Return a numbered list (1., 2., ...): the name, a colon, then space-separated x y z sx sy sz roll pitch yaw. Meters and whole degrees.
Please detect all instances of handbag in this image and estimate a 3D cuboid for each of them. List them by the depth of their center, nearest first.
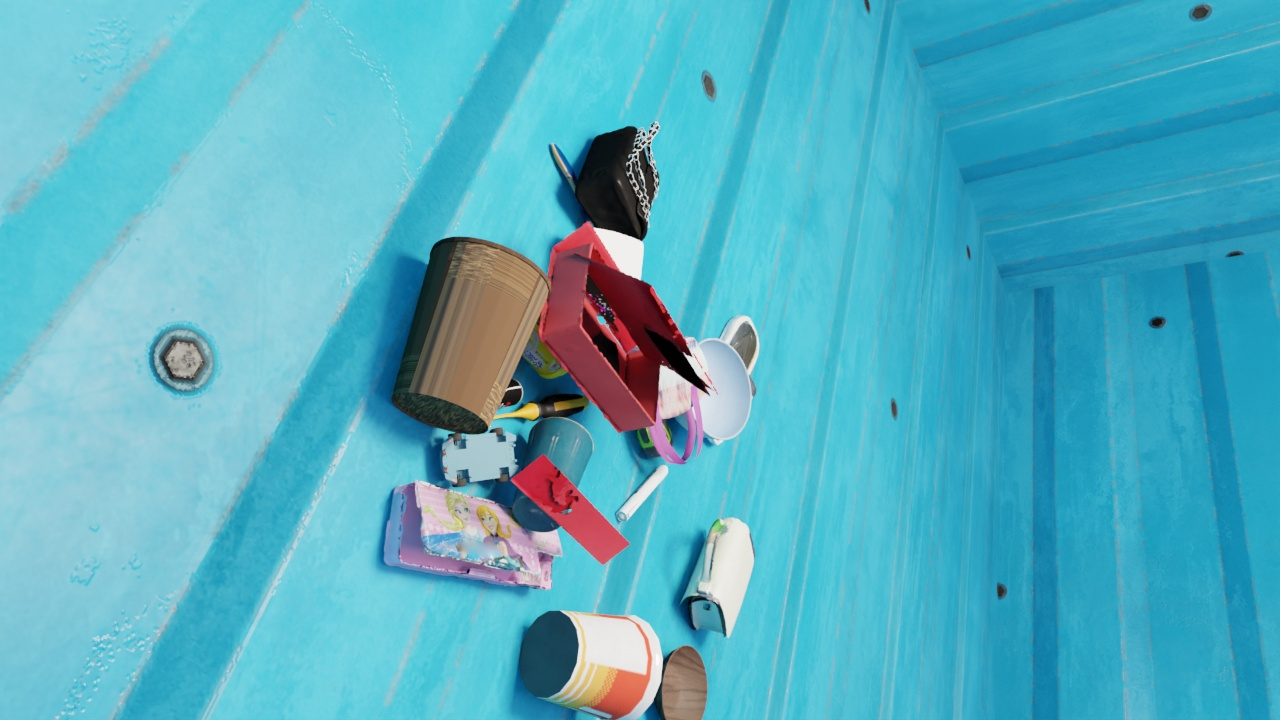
1. handbag: -0.009 -0.237 1.246 0.153 0.115 0.125 -81 151 -49
2. handbag: 0.041 0.059 1.251 0.144 0.068 0.170 -17 97 -31
3. handbag: 0.107 0.292 1.328 0.176 0.074 0.150 77 30 -43

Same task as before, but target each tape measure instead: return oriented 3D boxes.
1. tape measure: 0.017 0.105 1.289 0.065 0.036 0.058 60 29 -24

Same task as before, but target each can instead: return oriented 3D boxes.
1. can: -0.168 0.039 1.022 0.080 0.032 0.031 -9 90 -57
2. can: -0.121 -0.033 1.079 0.105 0.068 0.067 50 44 -38

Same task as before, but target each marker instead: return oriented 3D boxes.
1. marker: 0.006 0.181 1.266 0.133 0.020 0.017 -41 115 -53

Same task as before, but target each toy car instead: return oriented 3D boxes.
1. toy car: -0.180 0.105 0.992 0.107 0.028 0.060 0 83 -52

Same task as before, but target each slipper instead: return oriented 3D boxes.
1. slipper: 0.157 0.023 1.500 0.111 0.063 0.263 61 36 -28

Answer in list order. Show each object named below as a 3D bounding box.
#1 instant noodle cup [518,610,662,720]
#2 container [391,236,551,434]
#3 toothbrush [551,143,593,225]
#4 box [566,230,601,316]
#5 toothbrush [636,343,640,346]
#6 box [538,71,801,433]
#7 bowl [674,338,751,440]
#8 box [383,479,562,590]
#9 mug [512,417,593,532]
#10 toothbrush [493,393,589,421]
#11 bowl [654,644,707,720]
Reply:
1. instant noodle cup: -0.062 0.342 1.044 0.121 0.124 0.123 29 59 -42
2. container: -0.178 -0.021 0.942 0.132 0.132 0.167 41 56 -45
3. toothbrush: -0.086 -0.228 1.225 0.021 0.017 0.135 -73 142 -61
4. box: -0.067 -0.111 1.195 0.102 0.102 0.108 8 85 -38
5. toothbrush: -0.023 -0.096 1.280 0.015 0.016 0.186 -9 86 -46
6. box: 0.034 -0.130 1.127 0.424 0.128 0.213 -56 138 -19
7. bowl: 0.090 0.046 1.367 0.150 0.075 0.150 11 74 -44
8. box: -0.161 0.188 0.968 0.230 0.063 0.084 29 58 -50
9. mug: -0.102 0.131 1.034 0.078 0.078 0.121 61 24 -28
10. toothbrush: -0.127 0.060 1.086 0.196 0.031 0.031 -7 85 -53
11. bowl: 0.049 0.451 1.256 0.119 0.032 0.119 19 67 -54
